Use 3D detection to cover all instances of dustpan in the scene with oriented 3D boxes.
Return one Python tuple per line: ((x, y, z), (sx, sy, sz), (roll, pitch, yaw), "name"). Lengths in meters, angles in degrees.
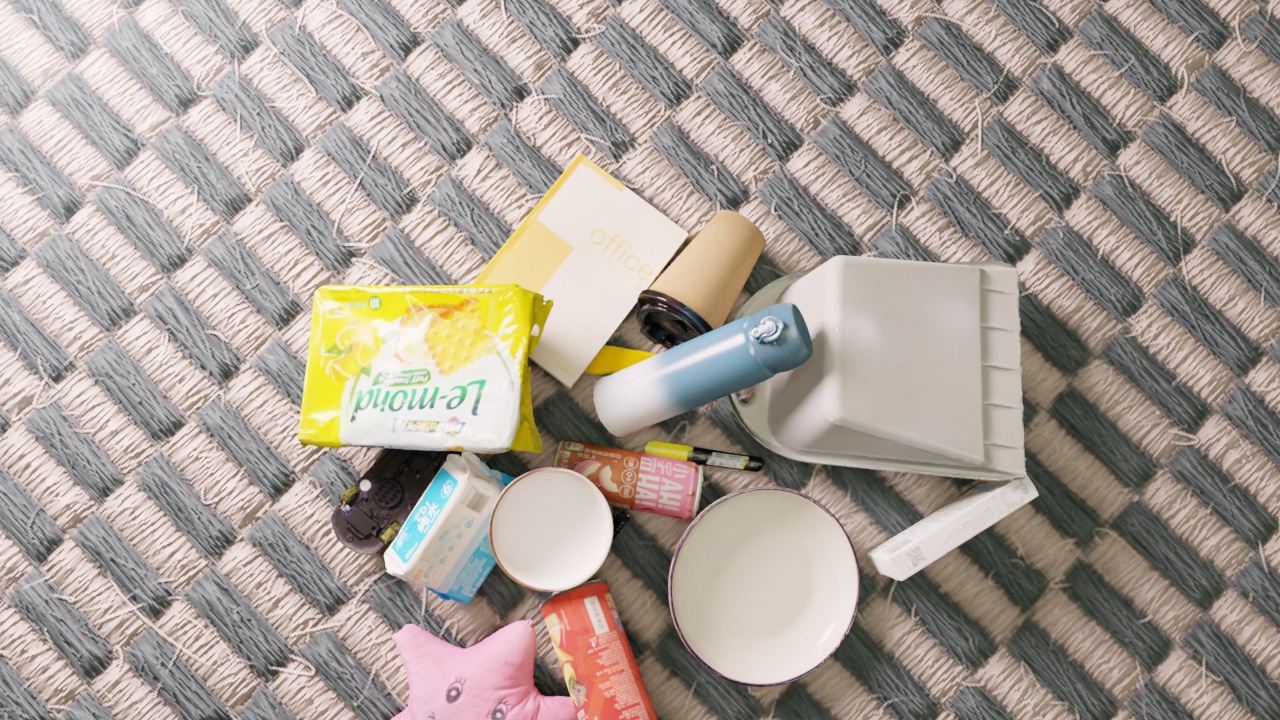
((0.225, 0.004, 0.915), (0.257, 0.143, 0.222), (10, 72, -15), "dustpan")

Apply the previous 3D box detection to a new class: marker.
((0.065, 0.098, 0.938), (0.124, 0.015, 0.018), (8, 85, -2), "marker")
((-0.052, 0.201, 0.908), (0.018, 0.022, 0.131), (42, 102, 28), "marker")

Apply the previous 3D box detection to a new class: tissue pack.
((-0.177, 0.163, 0.891), (0.090, 0.063, 0.140), (37, 83, -38), "tissue pack")

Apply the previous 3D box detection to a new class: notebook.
((-0.066, -0.094, 0.936), (0.146, 0.010, 0.206), (37, 77, 1), "notebook")

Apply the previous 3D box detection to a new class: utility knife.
((-0.006, 0.006, 0.947), (0.173, 0.015, 0.033), (10, 89, 0), "utility knife")

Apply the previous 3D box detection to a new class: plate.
((0.118, 0.218, 0.899), (0.192, 0.039, 0.192), (0, 88, -10), "plate")

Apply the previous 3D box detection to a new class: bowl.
((-0.084, 0.154, 0.862), (0.113, 0.062, 0.113), (0, 90, -6), "bowl")

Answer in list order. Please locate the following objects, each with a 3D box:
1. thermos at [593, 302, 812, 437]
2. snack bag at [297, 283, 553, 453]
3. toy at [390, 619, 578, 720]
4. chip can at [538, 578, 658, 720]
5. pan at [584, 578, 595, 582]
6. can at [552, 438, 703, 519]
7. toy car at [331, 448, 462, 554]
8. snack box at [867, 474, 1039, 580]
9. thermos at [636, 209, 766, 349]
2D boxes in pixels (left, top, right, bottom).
((0.058, 0.008, 0.871), (0.221, 0.070, 0.070), (-24, 83, 28), "thermos")
((-0.207, 0.009, 0.876), (0.247, 0.068, 0.158), (1, 80, 13), "snack bag")
((-0.156, 0.318, 0.877), (0.194, 0.074, 0.178), (29, 93, 3), "toy")
((-0.026, 0.312, 0.836), (0.073, 0.073, 0.216), (-22, 69, -3), "chip can")
((0.013, 0.386, 0.887), (0.197, 0.078, 0.357), (-21, 90, -4), "pan")
((-0.014, 0.118, 0.912), (0.147, 0.058, 0.058), (10, 83, 1), "can")
((-0.241, 0.123, 0.918), (0.070, 0.042, 0.158), (40, 79, 8), "toy car")
((0.301, 0.161, 0.894), (0.156, 0.085, 0.027), (-30, 82, -4), "snack box")
((0.063, -0.078, 0.925), (0.093, 0.093, 0.143), (33, 76, 4), "thermos")
